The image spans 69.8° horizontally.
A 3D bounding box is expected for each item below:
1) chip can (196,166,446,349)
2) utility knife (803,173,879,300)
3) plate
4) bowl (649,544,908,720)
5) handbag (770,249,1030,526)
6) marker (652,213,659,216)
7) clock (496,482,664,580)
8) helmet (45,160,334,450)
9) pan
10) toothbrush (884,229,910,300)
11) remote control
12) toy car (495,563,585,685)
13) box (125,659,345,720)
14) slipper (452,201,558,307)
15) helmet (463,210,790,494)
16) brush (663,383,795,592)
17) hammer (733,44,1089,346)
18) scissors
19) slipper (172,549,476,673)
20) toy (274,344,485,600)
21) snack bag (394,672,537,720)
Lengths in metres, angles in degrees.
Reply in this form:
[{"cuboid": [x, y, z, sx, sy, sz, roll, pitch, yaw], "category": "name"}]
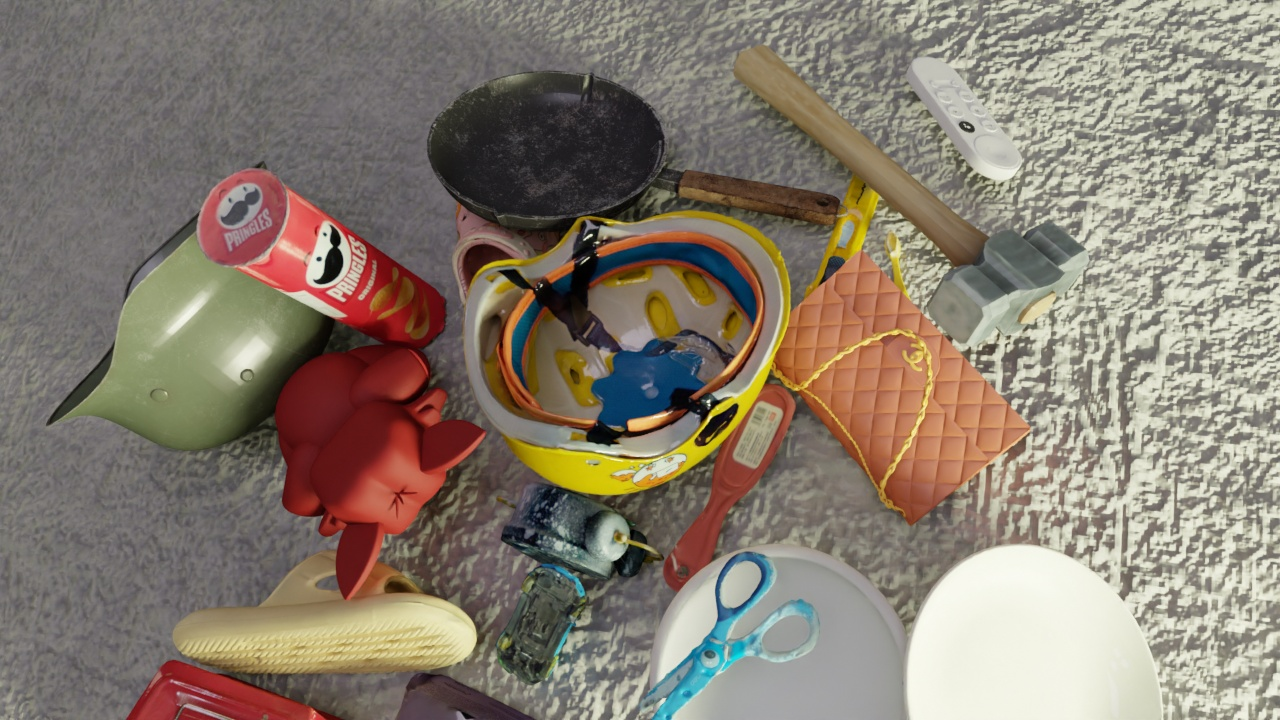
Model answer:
[{"cuboid": [-0.237, -0.068, 0.725, 0.073, 0.233, 0.073, -4, 74, 15], "category": "chip can"}, {"cuboid": [0.163, -0.094, 0.739, 0.030, 0.017, 0.155, 19, 76, 11], "category": "utility knife"}, {"cuboid": [0.242, 0.210, 0.581, 0.182, 0.034, 0.182, 4, 73, -14], "category": "plate"}, {"cuboid": [0.098, 0.218, 0.630, 0.177, 0.066, 0.176, -5, 72, 15], "category": "bowl"}, {"cuboid": [0.178, 0.019, 0.667, 0.109, 0.060, 0.172, -43, 70, 14], "category": "handbag"}, {"cuboid": [-0.025, -0.070, 0.785, 0.138, 0.016, 0.022, -53, 36, -3], "category": "marker"}, {"cuboid": [-0.044, 0.132, 0.686, 0.129, 0.090, 0.052, 14, 71, 23], "category": "clock"}, {"cuboid": [-0.360, -0.020, 0.777, 0.267, 0.154, 0.227, -48, 27, -13], "category": "helmet"}, {"cuboid": [-0.005, -0.157, 0.770, 0.357, 0.040, 0.207, 17, 52, 10], "category": "pan"}, {"cuboid": [0.202, -0.039, 0.708, 0.021, 0.016, 0.135, -9, 71, 16], "category": "toothbrush"}, {"cuboid": [0.254, -0.193, 0.725, 0.043, 0.013, 0.136, -9, 57, -21], "category": "remote control"}, {"cuboid": [-0.072, 0.196, 0.688, 0.048, 0.032, 0.105, 29, 114, 13], "category": "toy car"}, {"cuboid": [-0.314, 0.319, 0.711, 0.157, 0.123, 0.136, 10, 58, 22], "category": "box"}, {"cuboid": [-0.118, -0.085, 0.780, 0.093, 0.081, 0.197, -14, 72, 10], "category": "slipper"}, {"cuboid": [-0.004, 0.004, 0.691, 0.239, 0.140, 0.209, -24, 55, -12], "category": "helmet"}, {"cuboid": [0.068, 0.097, 0.696, 0.041, 0.030, 0.172, 26, 81, 20], "category": "brush"}, {"cuboid": [0.185, -0.146, 0.710, 0.117, 0.051, 0.323, -26, 60, -27], "category": "hammer"}, {"cuboid": [0.047, 0.188, 0.611, 0.140, 0.015, 0.083, -38, 69, 4], "category": "scissors"}, {"cuboid": [-0.244, 0.198, 0.725, 0.262, 0.111, 0.079, -9, 49, 17], "category": "slipper"}, {"cuboid": [-0.209, 0.072, 0.721, 0.158, 0.120, 0.197, -49, 45, -5], "category": "toy"}, {"cuboid": [-0.099, 0.306, 0.664, 0.205, 0.058, 0.096, 15, 77, 20], "category": "snack bag"}]
